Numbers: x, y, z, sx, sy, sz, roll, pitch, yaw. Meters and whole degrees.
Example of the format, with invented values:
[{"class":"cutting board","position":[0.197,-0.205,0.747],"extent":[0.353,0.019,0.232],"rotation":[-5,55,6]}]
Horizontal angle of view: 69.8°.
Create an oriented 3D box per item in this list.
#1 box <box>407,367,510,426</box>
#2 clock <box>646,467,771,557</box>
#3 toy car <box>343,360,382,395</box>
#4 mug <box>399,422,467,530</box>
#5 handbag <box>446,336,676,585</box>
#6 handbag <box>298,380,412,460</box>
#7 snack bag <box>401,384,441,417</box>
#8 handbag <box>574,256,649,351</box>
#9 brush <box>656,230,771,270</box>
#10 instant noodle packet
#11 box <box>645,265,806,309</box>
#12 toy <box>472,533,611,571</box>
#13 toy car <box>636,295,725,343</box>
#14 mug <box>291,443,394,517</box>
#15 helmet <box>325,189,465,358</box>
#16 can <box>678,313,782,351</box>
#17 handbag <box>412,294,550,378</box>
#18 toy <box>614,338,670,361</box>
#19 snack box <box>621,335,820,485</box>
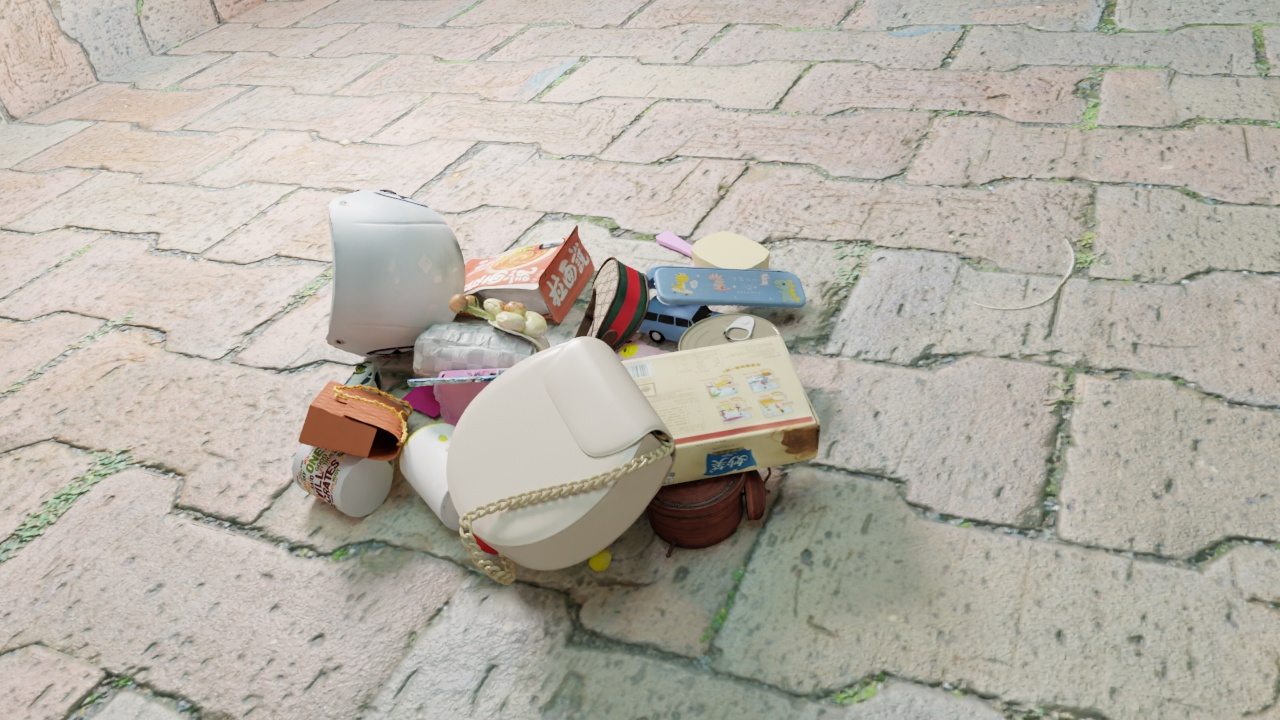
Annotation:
[{"class":"box","position":[-0.146,0.030,1.104],"extent":[0.231,0.159,0.066],"rotation":[-3,64,12]},{"class":"clock","position":[0.069,0.135,0.985],"extent":[0.157,0.072,0.120],"rotation":[-26,40,-20]},{"class":"toy car","position":[-0.374,0.047,1.217],"extent":[0.033,0.048,0.105],"rotation":[9,40,16]},{"class":"mug","position":[-0.215,0.131,1.042],"extent":[0.082,0.083,0.106],"rotation":[-29,41,-24]},{"class":"handbag","position":[-0.087,0.086,0.885],"extent":[0.208,0.103,0.210],"rotation":[-37,47,2]},{"class":"handbag","position":[-0.331,0.067,1.093],"extent":[0.109,0.060,0.172],"rotation":[19,4,-13]},{"class":"snack bag","position":[-0.238,0.010,1.263],"extent":[0.070,0.016,0.196],"rotation":[20,45,31]},{"class":"handbag","position":[-0.047,-0.058,1.234],"extent":[0.063,0.139,0.166],"rotation":[26,27,-20]},{"class":"brush","position":[0.103,-0.167,1.404],"extent":[0.089,0.043,0.229],"rotation":[-30,42,-26]},{"class":"instant noodle packet","position":[-0.204,-0.122,1.412],"extent":[0.221,0.084,0.164],"rotation":[-4,36,25]},{"class":"box","position":[0.115,-0.105,1.251],"extent":[0.209,0.049,0.120],"rotation":[1,15,-14]},{"class":"toy","position":[-0.093,0.173,0.981],"extent":[0.132,0.097,0.123],"rotation":[-6,26,36]},{"class":"toy car","position":[0.067,-0.052,1.249],"extent":[0.153,0.055,0.056],"rotation":[11,41,25]},{"class":"mug","position":[-0.341,0.130,1.087],"extent":[0.090,0.073,0.105],"rotation":[19,19,32]},{"class":"helmet","position":[-0.325,-0.118,1.278],"extent":[0.164,0.236,0.264],"rotation":[3,1,2]},{"class":"can","position":[0.114,0.007,1.145],"extent":[0.128,0.073,0.127],"rotation":[-6,37,4]},{"class":"handbag","position":[-0.206,-0.024,1.190],"extent":[0.171,0.123,0.112],"rotation":[4,11,2]},{"class":"toy","position":[-0.007,0.007,1.188],"extent":[0.093,0.050,0.102],"rotation":[-4,37,21]},{"class":"snack box","position":[0.070,0.053,0.982],"extent":[0.207,0.055,0.153],"rotation":[-10,38,-1]}]
